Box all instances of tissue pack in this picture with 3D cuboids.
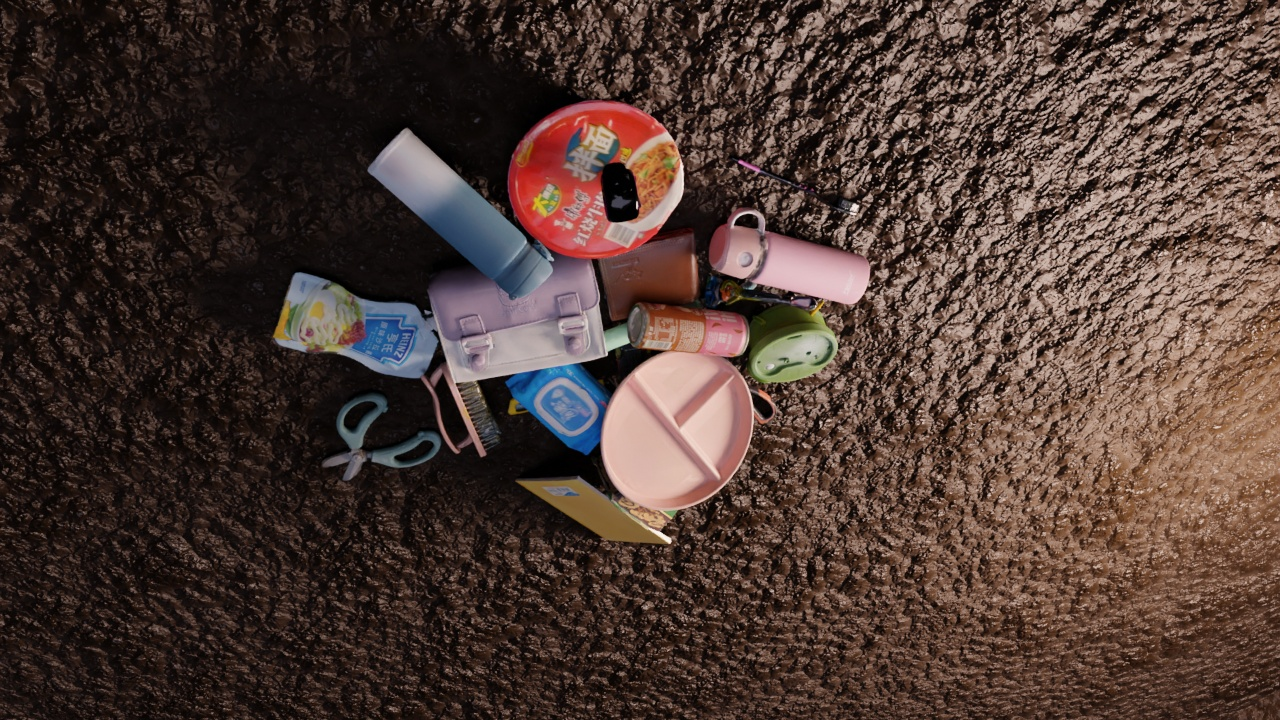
[{"bbox_3d":[-0.095,0.054,1.223,0.095,0.052,0.157,-41,112,12],"label":"tissue pack"}]

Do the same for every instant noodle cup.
[{"bbox_3d":[-0.052,-0.210,1.026,0.194,0.065,0.194,-5,129,-6],"label":"instant noodle cup"}]

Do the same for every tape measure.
[{"bbox_3d":[-0.020,-0.177,0.979,0.039,0.057,0.058,-9,122,-4],"label":"tape measure"}]

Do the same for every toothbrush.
[{"bbox_3d":[0.187,-0.212,1.102,0.189,0.014,0.018,18,113,-23],"label":"toothbrush"},{"bbox_3d":[0.046,-0.060,1.188,0.224,0.027,0.026,-21,88,1],"label":"toothbrush"}]

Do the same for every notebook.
[{"bbox_3d":[-0.070,0.224,1.361,0.146,0.010,0.206,-9,142,46],"label":"notebook"}]

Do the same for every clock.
[{"bbox_3d":[0.198,-0.016,1.224,0.116,0.056,0.161,-12,147,1],"label":"clock"}]

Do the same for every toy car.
[{"bbox_3d":[-0.007,0.007,1.233,0.049,0.031,0.106,-10,116,-4],"label":"toy car"}]

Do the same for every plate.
[{"bbox_3d":[0.048,0.092,1.241,0.229,0.028,0.230,-7,107,-24],"label":"plate"}]

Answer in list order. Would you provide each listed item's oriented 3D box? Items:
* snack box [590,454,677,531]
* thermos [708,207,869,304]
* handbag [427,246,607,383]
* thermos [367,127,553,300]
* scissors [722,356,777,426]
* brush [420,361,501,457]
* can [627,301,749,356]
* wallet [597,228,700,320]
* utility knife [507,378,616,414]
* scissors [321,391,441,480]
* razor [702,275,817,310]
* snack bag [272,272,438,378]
[{"bbox_3d":[0.012,0.162,1.322,0.106,0.118,0.117,-44,125,8],"label":"snack box"},{"bbox_3d":[0.187,-0.130,1.138,0.198,0.067,0.087,12,111,-18],"label":"thermos"},{"bbox_3d":[-0.147,-0.059,1.117,0.197,0.098,0.145,-11,125,-2],"label":"handbag"},{"bbox_3d":[-0.192,-0.156,1.005,0.220,0.070,0.070,41,113,-16],"label":"thermos"},{"bbox_3d":[0.111,0.044,1.295,0.189,0.015,0.223,1,129,-12],"label":"scissors"},{"bbox_3d":[-0.238,0.061,1.212,0.073,0.063,0.146,-23,131,-8],"label":"brush"},{"bbox_3d":[0.060,-0.038,1.153,0.147,0.057,0.058,5,128,-22],"label":"can"},{"bbox_3d":[0.012,-0.108,1.144,0.124,0.032,0.101,-13,128,-1],"label":"wallet"},{"bbox_3d":[-0.108,0.052,1.261,0.154,0.015,0.033,-12,127,-1],"label":"utility knife"},{"bbox_3d":[-0.370,0.102,1.253,0.173,0.019,0.179,-14,131,3],"label":"scissors"},{"bbox_3d":[0.151,-0.080,1.155,0.143,0.042,0.022,8,171,7],"label":"razor"},{"bbox_3d":[-0.344,-0.039,1.131,0.191,0.038,0.110,17,113,-24],"label":"snack bag"}]
